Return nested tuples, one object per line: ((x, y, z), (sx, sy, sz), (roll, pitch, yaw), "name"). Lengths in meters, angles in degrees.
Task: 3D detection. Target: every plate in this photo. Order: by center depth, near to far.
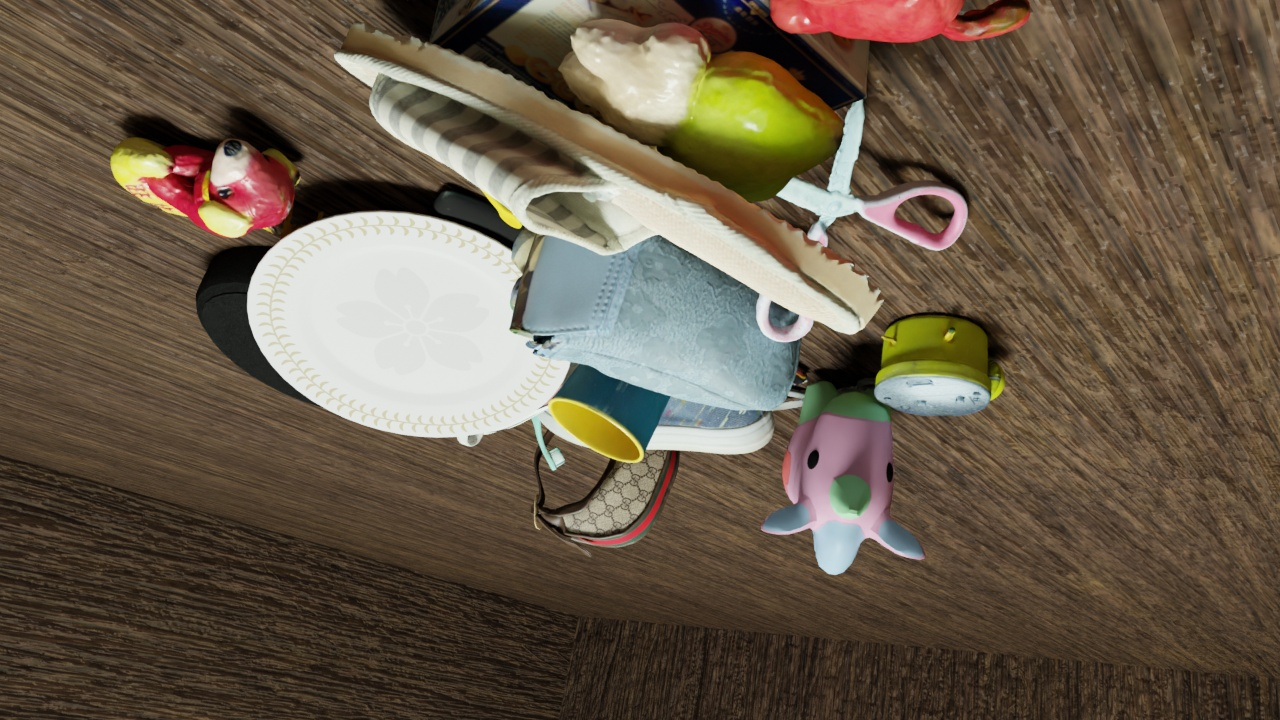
((-0.173, -0.022, 0.704), (0.242, 0.016, 0.243), (0, 137, 0), "plate")

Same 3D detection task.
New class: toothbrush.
((-0.109, -0.124, 0.566), (0.021, 0.016, 0.135), (1, 155, 28), "toothbrush")
((-0.107, 0.046, 0.894), (0.017, 0.135, 0.022), (-27, -166, -13), "toothbrush")

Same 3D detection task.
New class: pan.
((-0.241, -0.034, 0.776), (0.357, 0.044, 0.204), (-14, 136, 40), "pan")

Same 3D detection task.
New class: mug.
((-0.004, 0.004, 0.678), (0.078, 0.121, 0.078), (26, 157, 12), "mug")

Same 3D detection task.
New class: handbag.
((0.011, -0.041, 0.596), (0.191, 0.121, 0.119), (16, 175, -19), "handbag")
((-0.040, 0.112, 0.924), (0.138, 0.166, 0.063), (16, 161, 20), "handbag")

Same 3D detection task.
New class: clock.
((0.226, 0.011, 0.695), (0.083, 0.057, 0.119), (-6, 153, 34), "clock")

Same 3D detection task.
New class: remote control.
((-0.077, -0.080, 0.651), (0.151, 0.020, 0.041), (23, 155, -26), "remote control")

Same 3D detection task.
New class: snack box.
((0.004, -0.146, 0.414), (0.144, 0.042, 0.145), (26, 154, -37), "snack box")

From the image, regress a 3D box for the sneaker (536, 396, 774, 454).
((0.002, 0.029, 0.826), (0.236, 0.087, 0.079), (5, 127, 23), "sneaker")

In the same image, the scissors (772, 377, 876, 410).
((0.172, 0.034, 0.839), (0.141, 0.014, 0.175), (22, 153, -29), "scissors")

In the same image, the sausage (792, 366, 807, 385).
((0.093, -0.009, 0.757), (0.020, 0.020, 0.155), (-10, 151, 42), "sausage")

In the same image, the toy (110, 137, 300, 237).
((-0.285, -0.112, 0.615), (0.137, 0.067, 0.105), (8, 164, 29), "toy")

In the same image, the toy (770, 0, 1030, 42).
((0.087, -0.133, 0.312), (0.132, 0.094, 0.088), (24, 126, -37), "toy")

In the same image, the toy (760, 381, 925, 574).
((0.165, 0.105, 0.772), (0.120, 0.170, 0.222), (9, 152, 7), "toy")

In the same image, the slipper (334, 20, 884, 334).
((-0.022, -0.075, 0.411), (0.273, 0.054, 0.114), (28, -174, 14), "slipper")

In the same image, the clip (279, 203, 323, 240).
((-0.250, -0.089, 0.684), (0.045, 0.054, 0.048), (21, -171, 26), "clip")

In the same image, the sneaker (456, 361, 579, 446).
((-0.134, 0.015, 0.814), (0.242, 0.118, 0.087), (-14, 169, 37), "sneaker")

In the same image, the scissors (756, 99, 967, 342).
((0.104, -0.067, 0.505), (0.170, 0.014, 0.169), (11, 130, -39), "scissors")

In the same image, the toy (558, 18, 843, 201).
((0.022, -0.106, 0.386), (0.117, 0.043, 0.092), (22, 167, -14), "toy")
